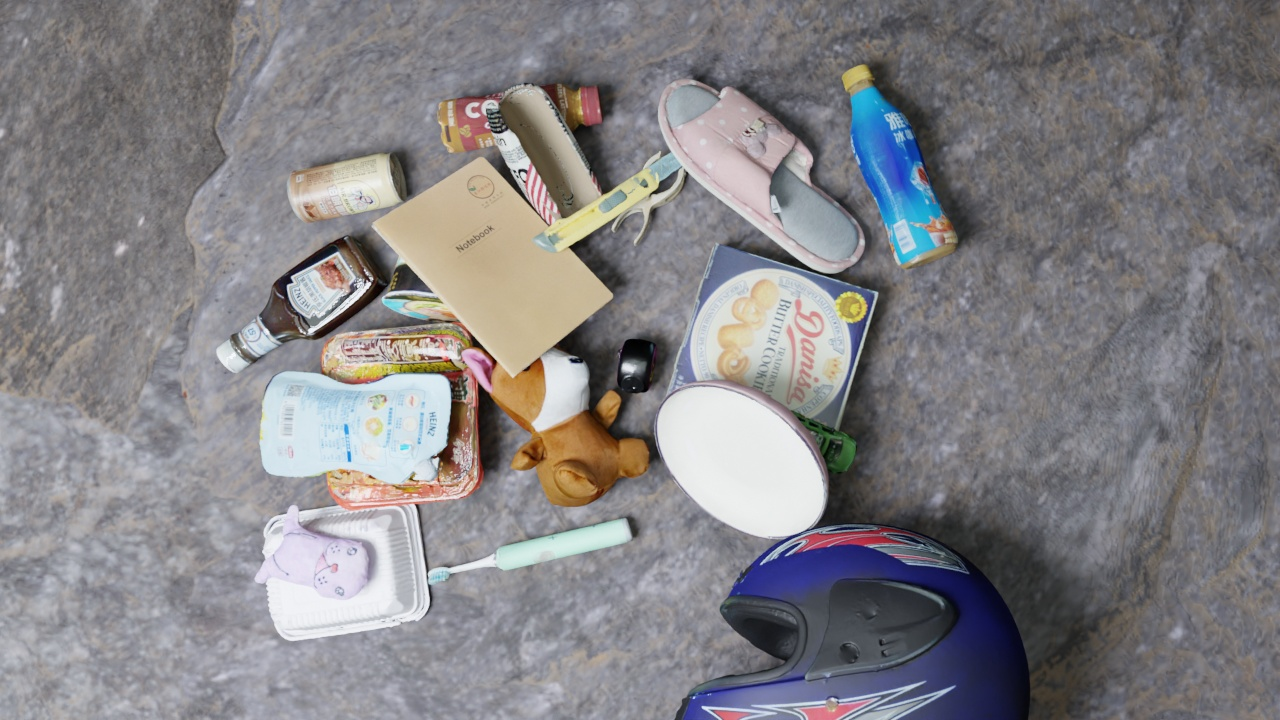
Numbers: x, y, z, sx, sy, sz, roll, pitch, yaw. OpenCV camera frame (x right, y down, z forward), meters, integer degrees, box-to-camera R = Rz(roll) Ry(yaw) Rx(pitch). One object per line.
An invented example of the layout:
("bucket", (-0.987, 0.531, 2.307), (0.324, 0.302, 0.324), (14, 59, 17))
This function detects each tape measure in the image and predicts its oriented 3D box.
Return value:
("tape measure", (-0.006, 0.006, 0.971), (0.039, 0.057, 0.058), (10, 94, 6))

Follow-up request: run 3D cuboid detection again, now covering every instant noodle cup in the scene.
("instant noodle cup", (-0.321, 0.224, 0.976), (0.173, 0.060, 0.138), (-10, 85, 5))
("instant noodle cup", (-0.209, -0.110, 0.978), (0.111, 0.111, 0.120), (6, 77, 4))
("instant noodle cup", (-0.246, 0.060, 0.973), (0.164, 0.079, 0.188), (-4, 84, 4))

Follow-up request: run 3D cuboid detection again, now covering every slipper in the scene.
("slipper", (0.130, -0.201, 0.963), (0.274, 0.055, 0.114), (45, 60, 4))

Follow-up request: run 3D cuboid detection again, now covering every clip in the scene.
("clip", (0.000, -0.184, 0.998), (0.104, 0.034, 0.081), (-42, 85, 2))

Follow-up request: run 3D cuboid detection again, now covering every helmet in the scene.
("helmet", (0.186, 0.274, 0.847), (0.316, 0.247, 0.239), (-4, 59, 7))

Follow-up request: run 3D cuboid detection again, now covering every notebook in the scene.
("notebook", (-0.146, -0.100, 0.930), (0.207, 0.008, 0.147), (47, 60, 4))

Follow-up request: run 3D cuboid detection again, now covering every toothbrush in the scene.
("toothbrush", (-0.119, 0.205, 0.978), (0.224, 0.027, 0.026), (-13, 121, 3))

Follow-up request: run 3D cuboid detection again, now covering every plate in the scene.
("plate", (0.104, 0.093, 0.914), (0.192, 0.193, 0.038), (40, 50, 6))

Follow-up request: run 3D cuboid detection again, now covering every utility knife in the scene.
("utility knife", (-0.025, -0.170, 0.964), (0.198, 0.021, 0.031), (-35, 96, -15))

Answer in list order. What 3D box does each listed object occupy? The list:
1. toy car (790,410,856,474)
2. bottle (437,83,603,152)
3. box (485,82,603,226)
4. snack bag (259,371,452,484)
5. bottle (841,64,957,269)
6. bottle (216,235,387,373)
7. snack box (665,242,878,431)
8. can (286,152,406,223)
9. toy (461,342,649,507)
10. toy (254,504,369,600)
("toy car", (0.173, 0.082, 0.920), (0.091, 0.036, 0.043), (23, 88, 2))
("bottle", (-0.129, -0.267, 1.002), (0.175, 0.057, 0.057), (-8, 85, 4))
("box", (-0.096, -0.213, 0.968), (0.087, 0.076, 0.163), (-37, 114, -9))
("snack bag", (-0.283, 0.066, 0.918), (0.191, 0.039, 0.110), (2, 78, 7))
("bottle", (0.265, -0.206, 0.966), (0.065, 0.065, 0.218), (-20, 83, 2))
("bottle", (-0.377, -0.056, 1.010), (0.195, 0.044, 0.080), (-35, 83, 1))
("snack box", (0.137, -0.012, 0.969), (0.182, 0.046, 0.178), (17, 87, 6))
("can", (-0.322, -0.190, 1.009), (0.116, 0.058, 0.058), (-11, 85, 3))
("toy", (-0.085, 0.051, 0.944), (0.131, 0.139, 0.199), (-45, 72, 39))
("toy", (-0.323, 0.201, 0.928), (0.108, 0.039, 0.083), (18, 78, 7))
